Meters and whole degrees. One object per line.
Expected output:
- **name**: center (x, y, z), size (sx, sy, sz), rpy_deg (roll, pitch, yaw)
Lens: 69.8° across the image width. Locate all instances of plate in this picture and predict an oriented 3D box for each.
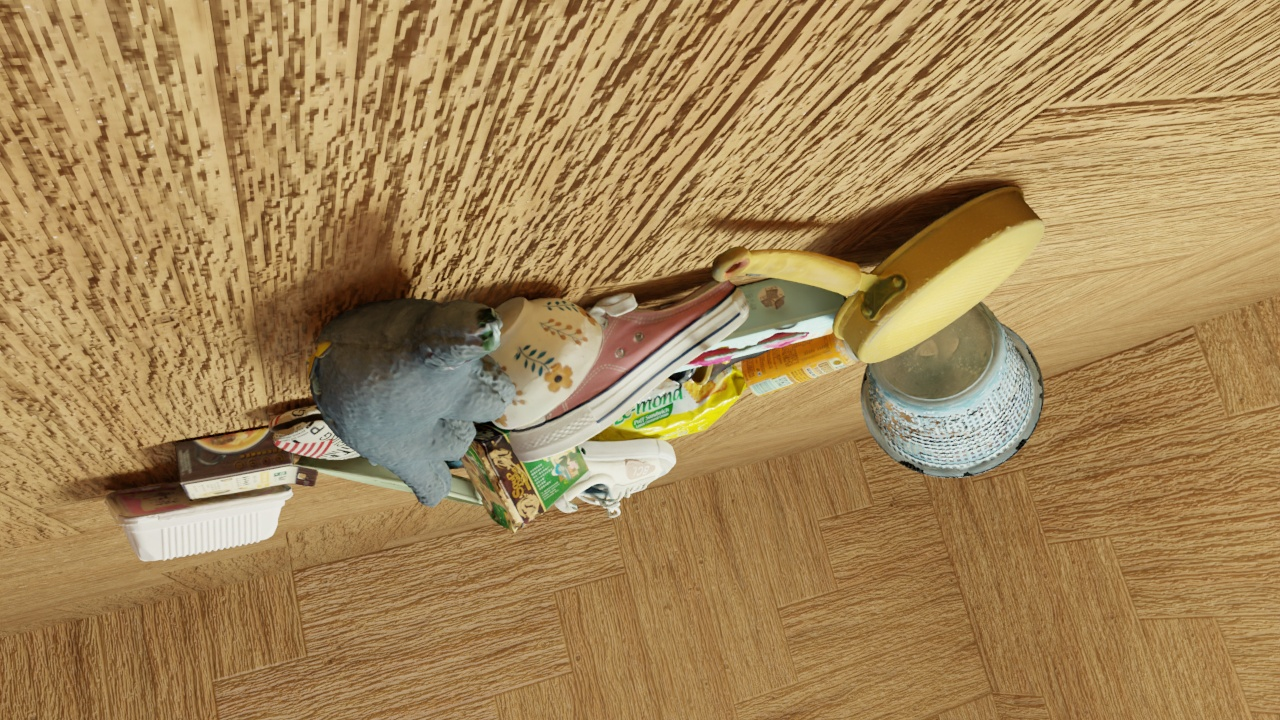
- **plate**: center (-0.287, 0.138, 1.083), size (0.230, 0.027, 0.230), rpy_deg (10, 168, 2)

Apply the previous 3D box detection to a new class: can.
- **can**: center (0.200, -0.003, 1.145), size (0.146, 0.058, 0.058), rpy_deg (-22, 167, 31)

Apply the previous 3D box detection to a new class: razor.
- **razor**: center (0.098, -0.022, 0.957), size (0.167, 0.068, 0.062), rpy_deg (-20, -162, -20)

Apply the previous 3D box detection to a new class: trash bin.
- **trash bin**: center (0.367, 0.012, 1.115), size (0.227, 0.226, 0.195), rpy_deg (-18, 155, 17)

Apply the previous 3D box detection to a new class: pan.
- **pan**: center (0.195, -0.071, 0.756), size (0.356, 0.078, 0.198), rpy_deg (-13, 152, -43)

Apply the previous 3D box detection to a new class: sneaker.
- **sneaker**: center (-0.024, -0.007, 0.789), size (0.241, 0.088, 0.118), rpy_deg (-36, -170, 4)
- **sneaker**: center (-0.029, 0.152, 1.179), size (0.090, 0.090, 0.241), rpy_deg (-19, 164, 35)

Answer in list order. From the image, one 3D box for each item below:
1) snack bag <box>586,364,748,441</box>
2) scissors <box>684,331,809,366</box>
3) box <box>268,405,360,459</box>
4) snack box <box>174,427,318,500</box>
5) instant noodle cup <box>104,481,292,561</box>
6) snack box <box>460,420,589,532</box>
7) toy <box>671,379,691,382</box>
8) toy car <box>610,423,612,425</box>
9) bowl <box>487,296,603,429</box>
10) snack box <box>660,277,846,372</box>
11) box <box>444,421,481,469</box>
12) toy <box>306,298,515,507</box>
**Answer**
- **snack bag**: center (0.022, 0.072, 1.260), size (0.246, 0.068, 0.158), rpy_deg (-13, 168, -11)
- **scissors**: center (0.095, -0.011, 0.804), size (0.133, 0.017, 0.134), rpy_deg (-12, 178, -42)
- **box**: center (-0.302, 0.076, 0.909), size (0.072, 0.060, 0.164), rpy_deg (0, 172, 14)
- **snack box**: center (-0.401, 0.108, 0.941), size (0.125, 0.053, 0.113), rpy_deg (-10, 168, -24)
- **instant noodle cup**: center (-0.484, 0.172, 1.011), size (0.173, 0.060, 0.138), rpy_deg (-8, -170, -35)
- **snack box**: center (-0.128, 0.107, 0.998), size (0.105, 0.118, 0.118), rpy_deg (-29, -165, -23)
- **toy**: center (0.079, -0.006, 1.032), size (0.083, 0.039, 0.108), rpy_deg (-24, 164, -12)
- **toy car**: center (-0.078, 0.053, 1.034), size (0.041, 0.071, 0.156), rpy_deg (-9, 168, -34)
- **bowl**: center (-0.090, -0.009, 0.706), size (0.114, 0.113, 0.062), rpy_deg (-22, 125, 32)
- **snack box**: center (0.104, -0.039, 0.877), size (0.175, 0.051, 0.074), rpy_deg (-14, 165, -4)
- **box**: center (-0.175, 0.094, 1.133), size (0.090, 0.062, 0.184), rpy_deg (-22, 165, 34)
- **toy**: center (-0.169, 0.022, 0.658), size (0.091, 0.138, 0.357), rpy_deg (-58, -175, -30)
